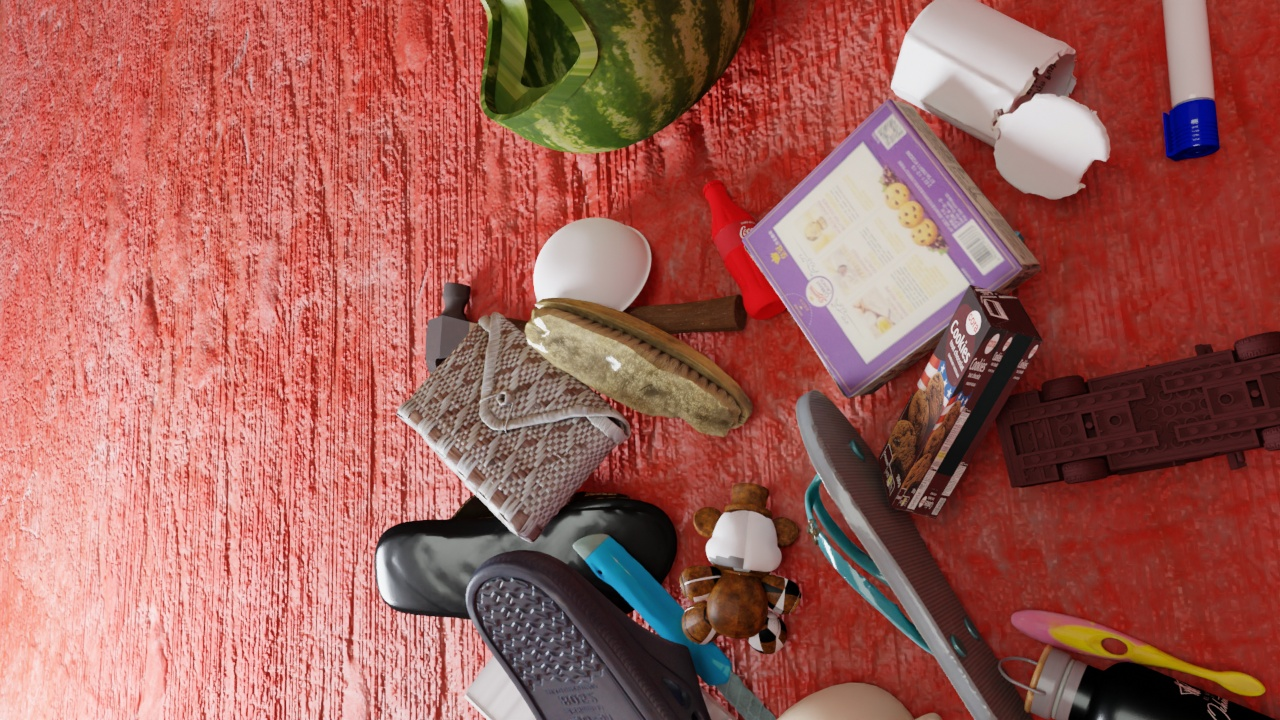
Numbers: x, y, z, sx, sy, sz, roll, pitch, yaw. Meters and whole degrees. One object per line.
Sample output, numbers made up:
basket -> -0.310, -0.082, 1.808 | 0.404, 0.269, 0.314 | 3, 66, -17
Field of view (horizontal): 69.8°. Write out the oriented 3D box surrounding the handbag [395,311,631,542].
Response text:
handbag -> -0.109, 0.046, 0.750 | 0.186, 0.047, 0.124 | 37, 84, 33

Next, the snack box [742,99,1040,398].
snack box -> 0.163, -0.073, 0.624 | 0.148, 0.040, 0.143 | -43, 69, 34

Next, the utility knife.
utility knife -> 0.028, 0.204, 0.685 | 0.031, 0.015, 0.205 | -45, 76, -1

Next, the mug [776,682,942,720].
mug -> 0.135, 0.257, 0.584 | 0.120, 0.099, 0.096 | -37, 65, 22

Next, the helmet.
helmet -> -0.026, -0.289, 0.693 | 0.242, 0.247, 0.213 | -29, 39, -18

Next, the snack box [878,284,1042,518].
snack box -> 0.195, 0.028, 0.575 | 0.032, 0.050, 0.141 | 15, 122, -4

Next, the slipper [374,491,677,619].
slipper -> -0.096, 0.163, 0.766 | 0.268, 0.075, 0.113 | -8, 87, 16

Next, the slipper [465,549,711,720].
slipper -> -0.020, 0.225, 0.646 | 0.111, 0.083, 0.268 | -23, 109, 31

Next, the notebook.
notebook -> -0.022, 0.277, 0.699 | 0.210, 0.009, 0.143 | 39, 103, 13

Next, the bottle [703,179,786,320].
bottle -> 0.078, -0.089, 0.713 | 0.036, 0.036, 0.119 | -33, 66, 24

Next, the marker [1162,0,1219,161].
marker -> 0.340, -0.193, 0.573 | 0.027, 0.023, 0.133 | -11, 75, 52

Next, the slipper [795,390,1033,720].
slipper -> 0.159, 0.140, 0.590 | 0.055, 0.098, 0.268 | -38, 66, 20

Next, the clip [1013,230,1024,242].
clip -> 0.203, -0.093, 0.642 | 0.127, 0.028, 0.113 | 17, 89, 33

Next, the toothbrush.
toothbrush -> 0.293, 0.174, 0.550 | 0.136, 0.016, 0.021 | 10, 89, 35

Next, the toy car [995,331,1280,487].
toy car -> 0.303, 0.034, 0.536 | 0.170, 0.061, 0.070 | -16, 74, 29

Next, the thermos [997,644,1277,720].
thermos -> 0.314, 0.215, 0.501 | 0.232, 0.061, 0.061 | 18, 92, 33

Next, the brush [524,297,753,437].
brush -> -0.004, 0.004, 0.718 | 0.195, 0.043, 0.059 | 27, 124, 13

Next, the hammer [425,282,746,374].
hammer -> -0.060, -0.025, 0.795 | 0.324, 0.033, 0.115 | -5, 78, 31

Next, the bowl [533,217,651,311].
bowl -> -0.050, -0.082, 0.767 | 0.110, 0.040, 0.109 | -15, 54, 21

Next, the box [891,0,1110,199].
box -> 0.240, -0.171, 0.598 | 0.166, 0.092, 0.083 | 40, 143, 29

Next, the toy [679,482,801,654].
toy -> 0.074, 0.149, 0.666 | 0.087, 0.067, 0.112 | 7, 64, 5
